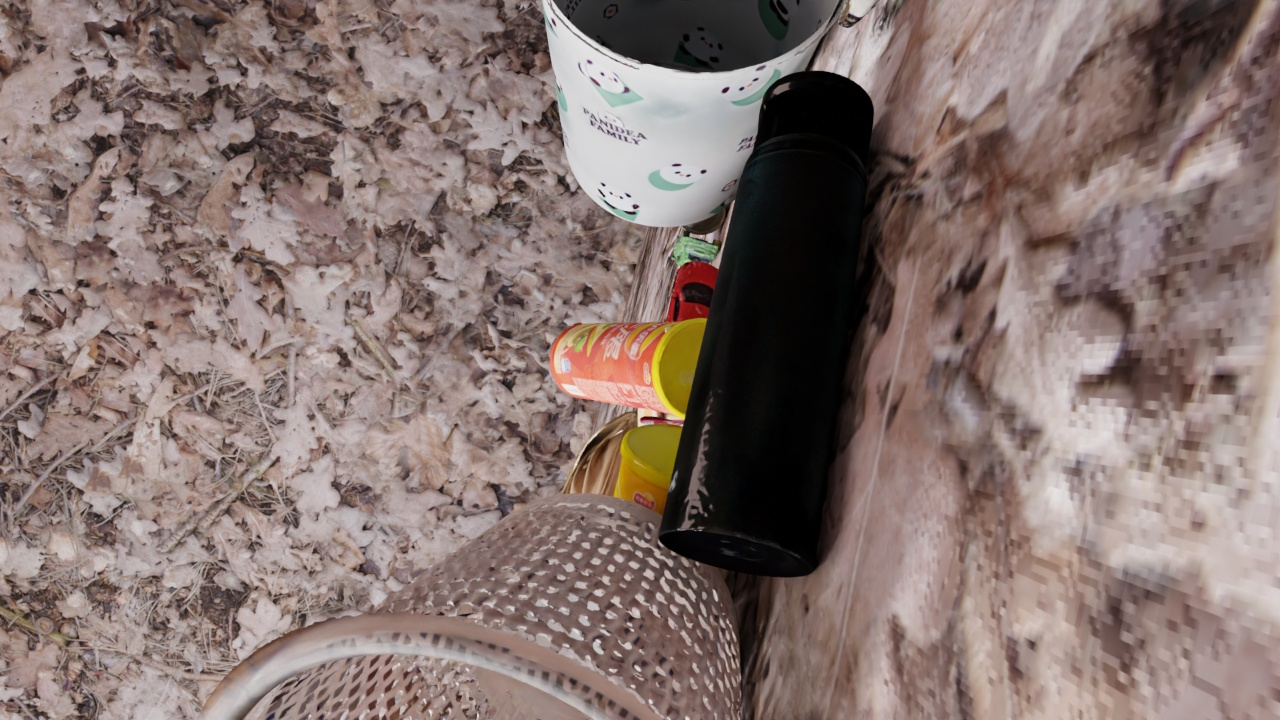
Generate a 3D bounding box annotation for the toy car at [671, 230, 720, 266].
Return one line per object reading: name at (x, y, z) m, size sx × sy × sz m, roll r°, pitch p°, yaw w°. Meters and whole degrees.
toy car at (0.058, -0.115, 0.982) m, size 0.091 × 0.043 × 0.036 m, roll -126°, pitch 50°, yaw -85°

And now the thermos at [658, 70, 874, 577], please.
thermos at (0.071, -0.019, 0.445) m, size 0.090 × 0.068 × 0.242 m, roll 59°, pitch -139°, yaw -58°

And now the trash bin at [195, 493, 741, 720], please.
trash bin at (-0.043, 0.164, 0.404) m, size 0.191 × 0.227 × 0.228 m, roll -51°, pitch -21°, yaw -68°

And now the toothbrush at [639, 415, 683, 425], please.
toothbrush at (0.034, 0.054, 0.682) m, size 0.188 × 0.016 × 0.017 m, roll 179°, pitch 82°, yaw -71°

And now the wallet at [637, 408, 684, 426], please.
wallet at (0.022, 0.057, 0.777) m, size 0.115 × 0.024 × 0.087 m, roll -121°, pitch 36°, yaw -54°

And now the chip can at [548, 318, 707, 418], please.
chip can at (-0.004, 0.004, 0.728) m, size 0.217 × 0.073 × 0.073 m, roll 2°, pitch 76°, yaw 64°

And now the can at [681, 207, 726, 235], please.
can at (0.070, -0.194, 1.022) m, size 0.132 × 0.053 × 0.053 m, roll -81°, pitch 7°, yaw -54°

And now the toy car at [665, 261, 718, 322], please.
toy car at (0.047, -0.041, 0.828) m, size 0.031 × 0.049 × 0.106 m, roll 122°, pitch 163°, yaw -74°

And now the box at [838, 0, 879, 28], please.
box at (0.114, -0.250, 0.466) m, size 0.076 × 0.088 × 0.163 m, roll -61°, pitch -3°, yaw -16°

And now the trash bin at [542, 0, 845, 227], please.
trash bin at (0.027, -0.249, 0.752) m, size 0.252 × 0.229 × 0.229 m, roll 102°, pitch -179°, yaw -70°

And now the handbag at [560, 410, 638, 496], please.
handbag at (-0.036, 0.140, 0.934) m, size 0.205 × 0.100 × 0.147 m, roll 121°, pitch 167°, yaw -61°

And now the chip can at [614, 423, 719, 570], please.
chip can at (0.004, 0.145, 0.531) m, size 0.072 × 0.072 × 0.214 m, roll -87°, pitch 9°, yaw -70°
